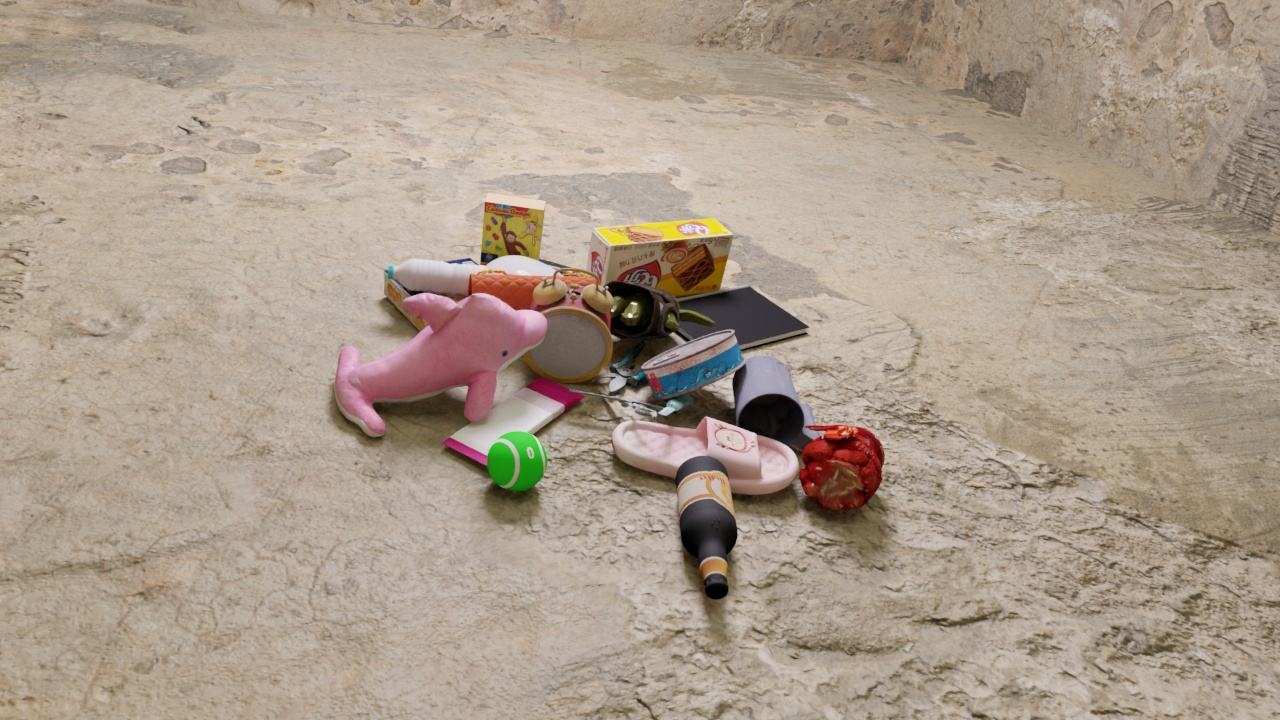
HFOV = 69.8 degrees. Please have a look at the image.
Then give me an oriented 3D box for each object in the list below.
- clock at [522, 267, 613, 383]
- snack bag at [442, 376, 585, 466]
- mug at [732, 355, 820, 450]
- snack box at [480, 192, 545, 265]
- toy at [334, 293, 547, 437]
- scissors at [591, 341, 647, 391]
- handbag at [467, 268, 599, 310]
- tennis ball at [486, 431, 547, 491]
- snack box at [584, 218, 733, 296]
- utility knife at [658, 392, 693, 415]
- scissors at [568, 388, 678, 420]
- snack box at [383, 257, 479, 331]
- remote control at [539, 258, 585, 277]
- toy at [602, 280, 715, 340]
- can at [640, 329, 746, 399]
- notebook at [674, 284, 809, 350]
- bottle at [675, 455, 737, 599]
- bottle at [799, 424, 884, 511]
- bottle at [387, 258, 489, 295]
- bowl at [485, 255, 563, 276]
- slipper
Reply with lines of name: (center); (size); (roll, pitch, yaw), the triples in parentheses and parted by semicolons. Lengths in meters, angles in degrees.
clock: (-0.092, -0.054, 1.194); (0.117, 0.159, 0.081); (7, 36, -6)
snack bag: (-0.148, 0.071, 1.106); (0.070, 0.016, 0.196); (21, 32, 22)
mug: (0.177, 0.061, 1.174); (0.124, 0.084, 0.103); (30, 25, -15)
snack box: (-0.198, -0.187, 1.417); (0.088, 0.126, 0.040); (8, 31, -5)
toy: (-0.241, -0.020, 1.084); (0.265, 0.128, 0.186); (-23, 49, -10)
scissors: (-0.005, 0.008, 1.255); (0.154, 0.019, 0.124); (-1, 31, -21)
handbag: (-0.149, -0.070, 1.252); (0.171, 0.109, 0.060); (0, 32, -17)
tennis ball: (-0.134, 0.109, 0.997); (0.065, 0.065, 0.065); (8, 30, -5)
snack box: (0.029, -0.157, 1.452); (0.229, 0.110, 0.061); (-10, 39, -30)
utility knife: (0.044, 0.054, 1.138); (0.022, 0.015, 0.165); (23, 8, 10)
scissors: (-0.009, 0.055, 1.125); (0.141, 0.014, 0.175); (11, 4, -26)
snack box: (-0.272, -0.092, 1.317); (0.144, 0.043, 0.144); (-15, 39, -37)
remote control: (-0.139, -0.147, 1.478); (0.147, 0.015, 0.033); (16, 31, 10)
toy: (0.001, -0.068, 1.304); (0.179, 0.078, 0.152); (18, 8, 25)
can: (0.068, 0.005, 1.187); (0.130, 0.044, 0.130); (-22, 7, 3)
notebook: (0.139, -0.064, 1.426); (0.206, 0.016, 0.149); (-14, 39, -36)
bottle: (0.071, 0.175, 0.955); (0.059, 0.059, 0.181); (7, 30, -6)
bottle: (0.233, 0.119, 1.066); (0.099, 0.099, 0.111); (25, 29, 23)
bottle: (-0.278, -0.115, 1.264); (0.136, 0.044, 0.044); (5, 31, -12)
bowl: (-0.155, -0.120, 1.351); (0.149, 0.043, 0.149); (25, 15, -7)
slipper: (0.076, 0.103, 1.083); (0.221, 0.056, 0.106); (9, 29, 2)
